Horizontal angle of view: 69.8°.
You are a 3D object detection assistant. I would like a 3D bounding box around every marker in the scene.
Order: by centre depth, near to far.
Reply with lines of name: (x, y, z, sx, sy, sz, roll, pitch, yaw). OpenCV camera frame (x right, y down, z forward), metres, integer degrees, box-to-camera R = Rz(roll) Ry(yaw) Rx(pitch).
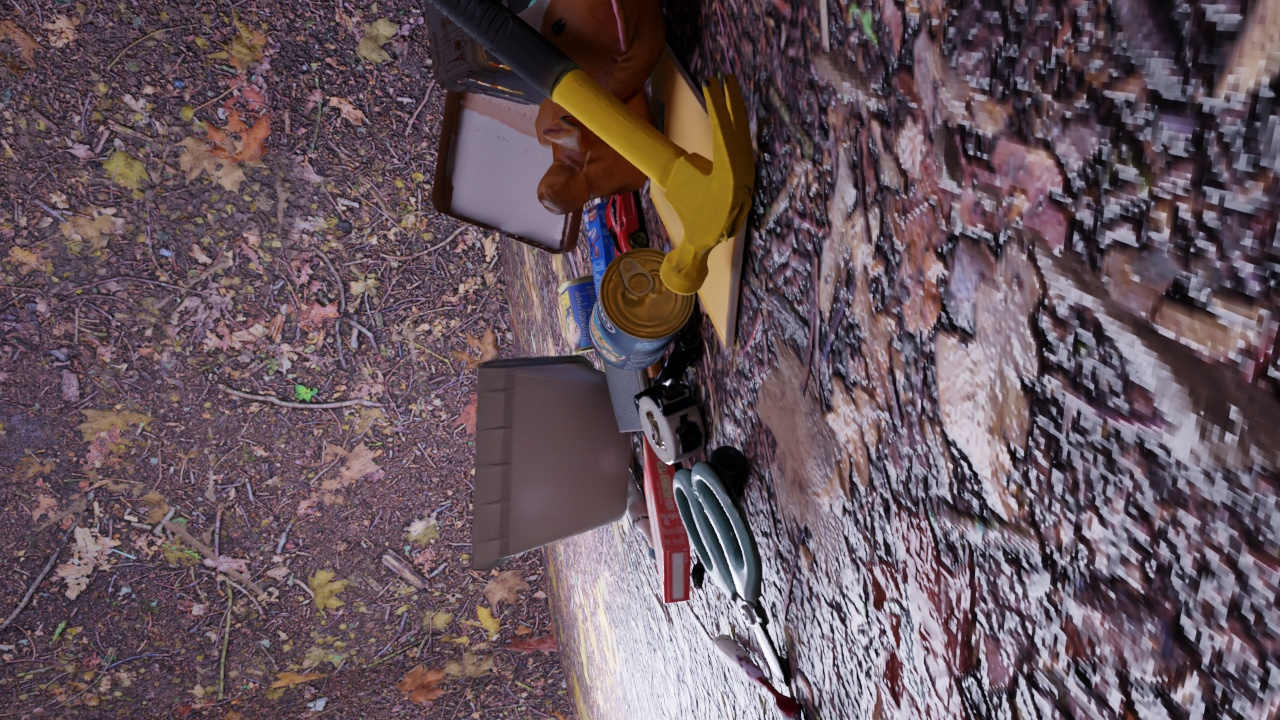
marker: (0.031, 0.006, 0.784, 0.022, 0.020, 0.132, 49, 161, 9)

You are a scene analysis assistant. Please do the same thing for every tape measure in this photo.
tape measure: (0.026, 0.053, 0.776, 0.066, 0.033, 0.066, 70, 161, -3)

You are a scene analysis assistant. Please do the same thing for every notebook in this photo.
notebook: (0.037, -0.128, 0.666, 0.206, 0.010, 0.146, -111, 16, -46)

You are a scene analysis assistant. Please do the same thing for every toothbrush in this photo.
toothbrush: (0.088, 0.243, 0.707, 0.188, 0.016, 0.017, 177, 74, -78)
toothbrush: (0.057, 0.135, 0.743, 0.213, 0.026, 0.027, 95, 174, -53)
toothbrush: (-0.004, 0.175, 1.073, 0.027, 0.026, 0.221, -53, 25, 9)

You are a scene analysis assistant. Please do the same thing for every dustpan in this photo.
dustpan: (-0.108, 0.099, 1.056, 0.143, 0.257, 0.223, 11, 100, 52)

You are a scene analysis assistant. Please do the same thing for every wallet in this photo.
wallet: (-0.005, 0.005, 0.908, 0.107, 0.037, 0.129, -12, 89, 66)

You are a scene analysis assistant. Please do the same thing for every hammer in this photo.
hammer: (-0.047, -0.177, 0.587, 0.301, 0.032, 0.129, 42, 132, 19)

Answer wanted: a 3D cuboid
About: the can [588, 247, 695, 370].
can: (-0.002, -0.039, 0.766, 0.111, 0.075, 0.075, 120, 140, -74)

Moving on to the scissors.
scissors: (0.074, 0.147, 0.639, 0.185, 0.019, 0.130, 59, 159, 23)

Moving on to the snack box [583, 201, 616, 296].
snack box: (-0.032, -0.090, 0.996, 0.084, 0.026, 0.157, -162, 64, -77)

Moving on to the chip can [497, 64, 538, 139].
chip can: (-0.110, -0.331, 0.952, 0.072, 0.072, 0.213, -137, 53, -72)

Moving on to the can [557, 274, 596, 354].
can: (-0.060, -0.054, 1.090, 0.102, 0.057, 0.083, 165, 93, -79)

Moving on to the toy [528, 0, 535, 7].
toy: (-0.068, -0.275, 0.725, 0.092, 0.030, 0.096, -27, 56, 55)

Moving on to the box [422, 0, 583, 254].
box: (-0.118, -0.248, 0.873, 0.179, 0.102, 0.261, 22, 131, 27)

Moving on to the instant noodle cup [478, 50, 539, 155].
instant noodle cup: (-0.124, -0.291, 1.069, 0.151, 0.111, 0.151, 170, 91, -79)

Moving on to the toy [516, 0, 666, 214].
toy: (-0.039, -0.214, 0.667, 0.200, 0.130, 0.140, 110, 157, -49)

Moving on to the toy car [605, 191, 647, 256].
toy car: (-0.018, -0.142, 0.876, 0.049, 0.031, 0.106, 151, 112, -77)

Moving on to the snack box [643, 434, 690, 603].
snack box: (0.023, 0.145, 0.865, 0.152, 0.025, 0.075, -101, 7, -53)
